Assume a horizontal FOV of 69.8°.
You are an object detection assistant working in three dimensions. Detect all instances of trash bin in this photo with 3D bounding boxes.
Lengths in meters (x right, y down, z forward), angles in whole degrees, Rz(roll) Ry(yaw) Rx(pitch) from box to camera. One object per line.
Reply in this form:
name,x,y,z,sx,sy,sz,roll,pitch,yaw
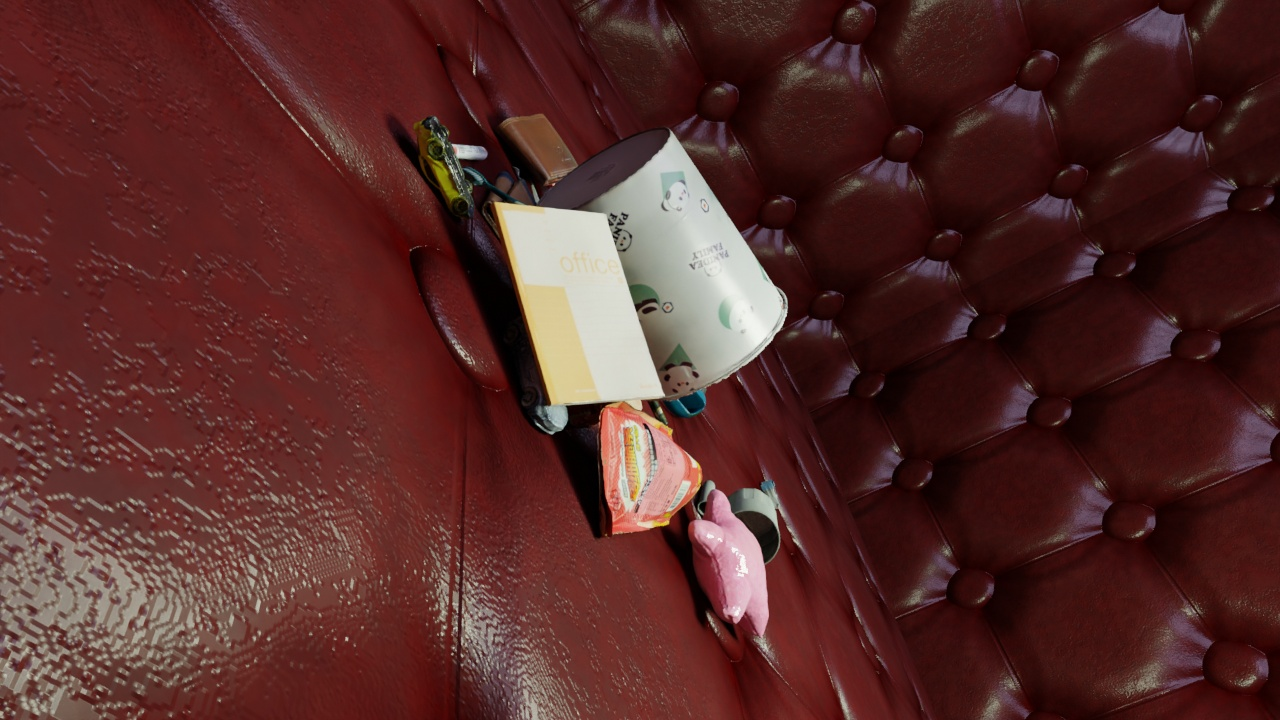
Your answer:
trash bin,0.018,-0.119,1.087,0.252,0.230,0.229,57,13,-25

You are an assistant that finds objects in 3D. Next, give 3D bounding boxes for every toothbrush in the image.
toothbrush,-0.008,0.007,1.271,0.185,0.012,0.017,64,18,7
toothbrush,-0.116,-0.152,0.964,0.191,0.016,0.018,34,21,11

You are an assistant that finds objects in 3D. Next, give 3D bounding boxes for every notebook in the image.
notebook,-0.059,-0.056,0.887,0.145,0.010,0.206,-2,69,-44

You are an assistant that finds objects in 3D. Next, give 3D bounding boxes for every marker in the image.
marker,-0.194,-0.227,0.997,0.017,0.017,0.145,61,12,-6

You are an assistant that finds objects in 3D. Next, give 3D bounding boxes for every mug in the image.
mug,0.134,0.218,1.272,0.124,0.084,0.103,37,13,0

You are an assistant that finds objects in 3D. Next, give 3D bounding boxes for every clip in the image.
clip,0.254,0.259,1.774,0.058,0.025,0.036,66,18,-7

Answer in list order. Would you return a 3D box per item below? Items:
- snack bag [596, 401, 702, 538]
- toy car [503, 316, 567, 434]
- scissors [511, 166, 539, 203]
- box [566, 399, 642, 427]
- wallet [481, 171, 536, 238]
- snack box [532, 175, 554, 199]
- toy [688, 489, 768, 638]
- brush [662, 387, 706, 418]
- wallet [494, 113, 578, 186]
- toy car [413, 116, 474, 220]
snack bag,0.001,0.114,0.934,0.207,0.073,0.128,24,69,-69
toy car,-0.094,0.011,0.857,0.054,0.037,0.120,44,25,-56
scissors,-0.110,-0.145,1.167,0.189,0.015,0.225,53,16,-36
box,-0.068,-0.015,0.953,0.091,0.078,0.168,15,55,-75
wallet,-0.142,-0.161,1.041,0.090,0.033,0.115,58,16,-23
snack box,-0.101,-0.210,1.320,0.153,0.025,0.075,45,21,-54
toy,0.108,0.252,1.081,0.178,0.075,0.194,64,16,-3
brush,0.053,0.041,1.357,0.144,0.055,0.073,49,38,-47
wallet,-0.135,-0.286,1.247,0.101,0.032,0.124,53,25,-3
toy car,-0.190,-0.183,0.886,0.048,0.032,0.105,-99,169,-57
